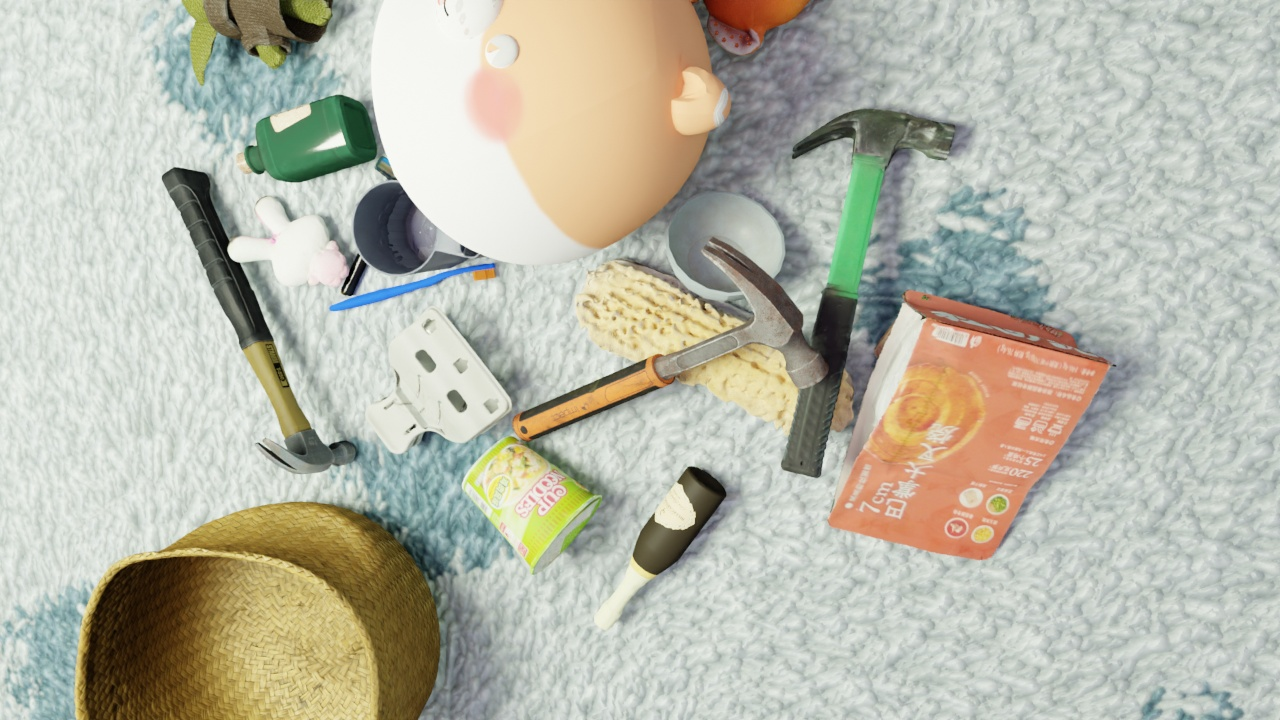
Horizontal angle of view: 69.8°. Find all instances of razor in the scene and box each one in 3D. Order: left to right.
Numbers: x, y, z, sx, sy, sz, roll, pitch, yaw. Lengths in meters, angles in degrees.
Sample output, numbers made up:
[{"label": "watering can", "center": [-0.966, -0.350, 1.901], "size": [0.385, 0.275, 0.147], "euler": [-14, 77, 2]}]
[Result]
[{"label": "razor", "center": [-0.264, -0.128, 0.907], "size": [0.043, 0.022, 0.144], "euler": [38, 111, 30]}]

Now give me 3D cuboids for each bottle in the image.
[{"label": "bottle", "center": [-0.329, -0.207, 0.886], "size": [0.131, 0.061, 0.061], "euler": [-13, 93, 13]}, {"label": "bottle", "center": [0.012, 0.186, 0.880], "size": [0.045, 0.045, 0.185], "euler": [36, 103, 5]}]

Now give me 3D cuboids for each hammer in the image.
[{"label": "hammer", "center": [-0.389, -0.039, 0.908], "size": [0.025, 0.117, 0.333], "euler": [-27, 87, 15]}, {"label": "hammer", "center": [-0.005, 0.005, 0.803], "size": [0.315, 0.034, 0.138], "euler": [-23, 107, 36]}, {"label": "hammer", "center": [0.169, -0.059, 0.778], "size": [0.130, 0.032, 0.318], "euler": [13, 85, 7]}]

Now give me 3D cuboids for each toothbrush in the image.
[{"label": "toothbrush", "center": [-0.227, -0.069, 0.908], "size": [0.183, 0.016, 0.018], "euler": [-13, 100, 13]}]

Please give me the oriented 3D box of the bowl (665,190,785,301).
[{"label": "bowl", "center": [0.072, -0.095, 0.815], "size": [0.106, 0.039, 0.106], "euler": [3, 66, -6]}]

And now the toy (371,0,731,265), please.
[{"label": "toy", "center": [-0.070, -0.215, 0.720], "size": [0.281, 0.265, 0.262], "euler": [-13, 73, 23]}]

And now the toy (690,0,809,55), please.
[{"label": "toy", "center": [0.078, -0.355, 0.764], "size": [0.164, 0.092, 0.172], "euler": [-37, 92, 8]}]

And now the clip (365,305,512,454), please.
[{"label": "clip", "center": [-0.198, 0.028, 0.906], "size": [0.153, 0.095, 0.126], "euler": [-38, 87, 35]}]

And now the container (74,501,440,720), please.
[{"label": "container", "center": [-0.354, 0.295, 0.897], "size": [0.307, 0.196, 0.307], "euler": [1, 97, 11]}]

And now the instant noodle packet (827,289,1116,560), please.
[{"label": "instant noodle packet", "center": [0.272, 0.070, 0.786], "size": [0.164, 0.084, 0.221], "euler": [13, 110, -8]}]

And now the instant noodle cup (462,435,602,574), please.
[{"label": "instant noodle cup", "center": [-0.108, 0.132, 0.877], "size": [0.108, 0.098, 0.099], "euler": [41, 104, 11]}]

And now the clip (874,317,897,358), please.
[{"label": "clip", "center": [0.231, -0.023, 0.807], "size": [0.024, 0.041, 0.061], "euler": [41, 99, 5]}]

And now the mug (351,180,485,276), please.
[{"label": "mug", "center": [-0.185, -0.117, 0.847], "size": [0.124, 0.104, 0.084], "euler": [13, 100, 10]}]

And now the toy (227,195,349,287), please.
[{"label": "toy", "center": [-0.344, -0.111, 0.912], "size": [0.122, 0.038, 0.079], "euler": [28, 82, 8]}]

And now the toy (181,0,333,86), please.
[{"label": "toy", "center": [-0.361, -0.349, 0.864], "size": [0.153, 0.078, 0.179], "euler": [9, 98, 18]}]

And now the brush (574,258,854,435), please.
[{"label": "brush", "center": [0.066, -0.011, 0.834], "size": [0.271, 0.056, 0.083], "euler": [26, 103, 7]}]
